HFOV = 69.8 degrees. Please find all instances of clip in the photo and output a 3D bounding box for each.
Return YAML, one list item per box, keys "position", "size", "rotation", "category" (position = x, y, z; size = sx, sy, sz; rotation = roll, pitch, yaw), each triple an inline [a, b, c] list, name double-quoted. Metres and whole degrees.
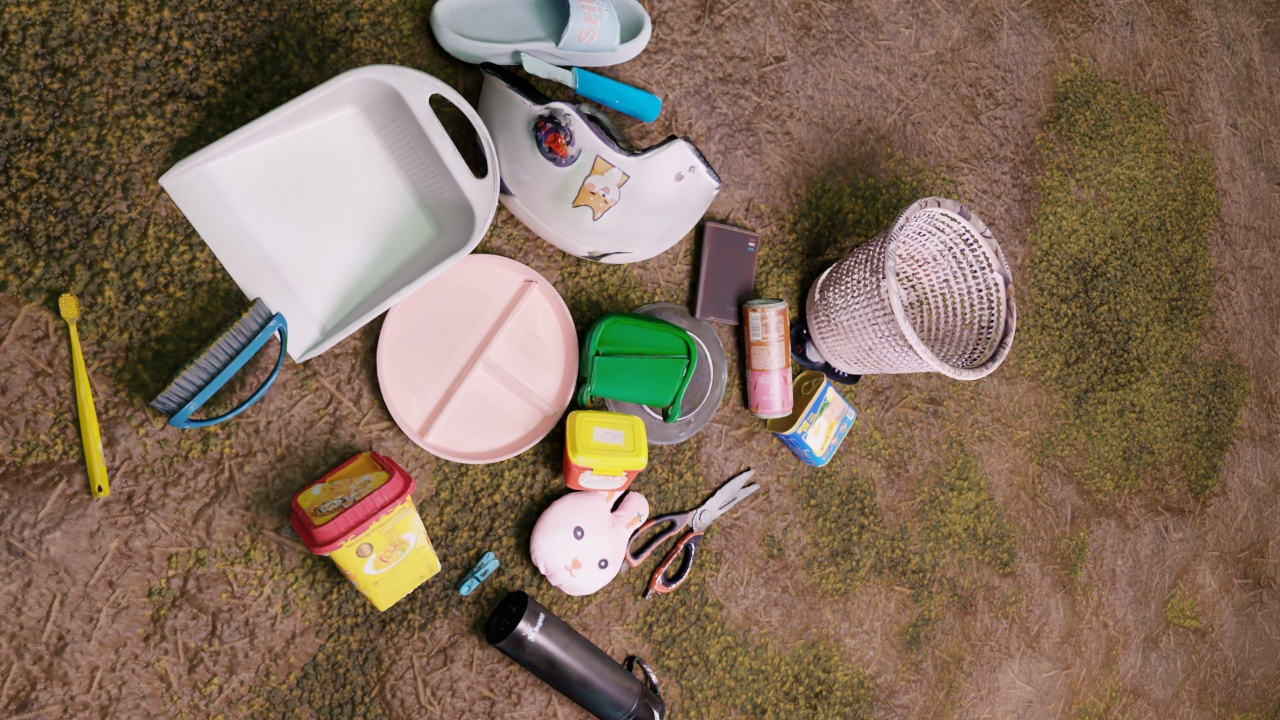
- position: [-0.182, 0.239, 1.026]
  size: [0.055, 0.038, 0.013]
  rotation: [-44, 111, -9]
  category: "clip"

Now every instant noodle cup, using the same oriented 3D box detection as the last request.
- position: [-0.271, 0.175, 0.928]
  size: [0.115, 0.116, 0.124]
  rotation: [-35, 120, -23]
  category: "instant noodle cup"

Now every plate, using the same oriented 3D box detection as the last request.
- position: [0.036, 0.017, 1.129]
  size: [0.179, 0.024, 0.179]
  rotation: [-2, 94, -29]
  category: "plate"
- position: [-0.176, -0.002, 1.010]
  size: [0.229, 0.028, 0.229]
  rotation: [-2, 95, -28]
  category: "plate"

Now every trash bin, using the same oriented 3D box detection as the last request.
- position: [0.328, -0.072, 1.172]
  size: [0.227, 0.193, 0.227]
  rotation: [8, 75, -31]
  category: "trash bin"

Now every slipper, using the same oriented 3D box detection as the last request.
- position: [-0.103, -0.373, 0.983]
  size: [0.245, 0.074, 0.104]
  rotation: [-12, 66, -24]
  category: "slipper"

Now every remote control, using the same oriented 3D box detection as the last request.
- position: [0.247, -0.007, 1.241]
  size: [0.136, 0.024, 0.053]
  rotation: [25, 78, -27]
  category: "remote control"

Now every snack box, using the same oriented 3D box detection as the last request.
- position: [-0.044, 0.108, 1.045]
  size: [0.091, 0.080, 0.081]
  rotation: [6, 50, -13]
  category: "snack box"

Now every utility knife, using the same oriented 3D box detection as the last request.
- position: [-0.051, -0.306, 1.027]
  size: [0.216, 0.018, 0.034]
  rotation: [4, 95, -48]
  category: "utility knife"

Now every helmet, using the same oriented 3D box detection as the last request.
- position: [-0.058, -0.191, 0.965]
  size: [0.274, 0.229, 0.157]
  rotation: [20, 105, -5]
  category: "helmet"

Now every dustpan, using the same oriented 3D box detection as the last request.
- position: [-0.275, -0.156, 0.883]
  size: [0.257, 0.143, 0.223]
  rotation: [-39, 110, -22]
  category: "dustpan"

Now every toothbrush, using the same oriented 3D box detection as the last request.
- position: [-0.508, 0.033, 0.837]
  size: [0.015, 0.017, 0.190]
  rotation: [-9, 97, -27]
  category: "toothbrush"

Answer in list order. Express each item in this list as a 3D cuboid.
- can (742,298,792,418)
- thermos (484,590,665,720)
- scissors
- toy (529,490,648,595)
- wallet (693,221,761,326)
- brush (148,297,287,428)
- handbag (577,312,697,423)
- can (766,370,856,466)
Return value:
- position: [0.163, -0.003, 1.170]
  size: [0.057, 0.058, 0.147]
  rotation: [-12, 104, -28]
  category: "can"
- position: [-0.069, 0.353, 1.077]
  size: [0.242, 0.069, 0.089]
  rotation: [44, 41, -26]
  category: "thermos"
- position: [0.071, 0.218, 1.166]
  size: [0.202, 0.015, 0.204]
  rotation: [13, 86, -28]
  category: "scissors"
- position: [-0.057, 0.197, 1.076]
  size: [0.159, 0.054, 0.121]
  rotation: [-48, 114, -27]
  category: "toy"
- position: [0.110, -0.108, 1.161]
  size: [0.096, 0.020, 0.122]
  rotation: [7, 90, -37]
  category: "wallet"
- position: [-0.391, 0.010, 0.877]
  size: [0.073, 0.055, 0.143]
  rotation: [46, 72, -22]
  category: "brush"
- position: [-0.006, 0.006, 1.065]
  size: [0.131, 0.068, 0.120]
  rotation: [11, 96, -9]
  category: "handbag"
- position: [0.229, 0.079, 1.220]
  size: [0.083, 0.057, 0.102]
  rotation: [44, 73, -26]
  category: "can"
